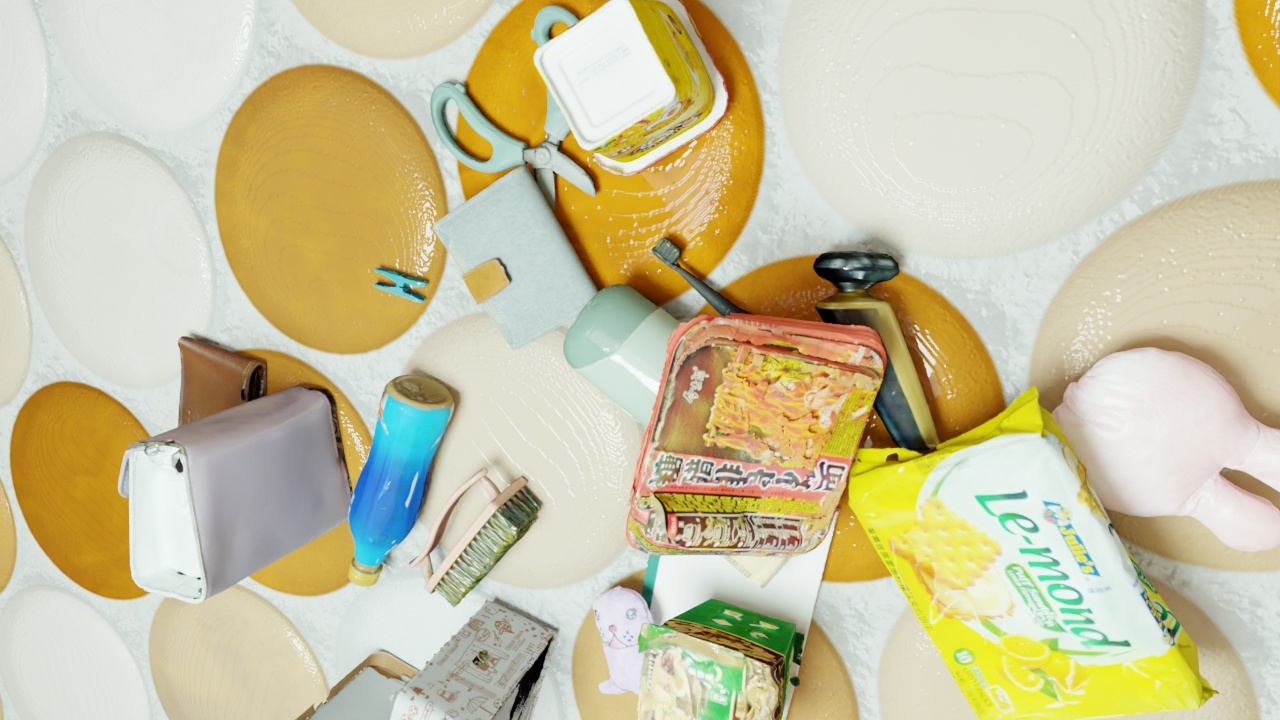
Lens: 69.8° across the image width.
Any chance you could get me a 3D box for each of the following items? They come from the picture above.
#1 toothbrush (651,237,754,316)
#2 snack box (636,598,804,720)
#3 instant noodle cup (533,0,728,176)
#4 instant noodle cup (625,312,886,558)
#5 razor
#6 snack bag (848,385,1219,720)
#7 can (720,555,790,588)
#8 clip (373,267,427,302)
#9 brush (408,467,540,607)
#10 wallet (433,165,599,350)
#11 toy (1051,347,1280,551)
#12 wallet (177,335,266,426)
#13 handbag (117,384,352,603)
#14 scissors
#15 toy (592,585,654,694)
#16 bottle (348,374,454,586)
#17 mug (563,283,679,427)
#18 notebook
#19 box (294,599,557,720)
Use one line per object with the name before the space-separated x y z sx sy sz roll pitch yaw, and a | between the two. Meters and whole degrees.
toothbrush | 0.090 -0.022 0.720 0.212 0.026 0.027 43 127 8
snack box | 0.067 0.257 0.741 0.118 0.105 0.118 12 105 24
instant noodle cup | -0.011 -0.200 0.654 0.116 0.123 0.116 -27 96 18
instant noodle cup | 0.074 0.048 0.658 0.164 0.079 0.189 6 113 -20
razor | 0.181 -0.008 0.678 0.067 0.062 0.167 -26 99 -6
snack bag | 0.268 0.148 0.649 0.158 0.068 0.246 -28 97 40
can | 0.070 0.123 0.735 0.116 0.058 0.059 39 114 12
clip | -0.220 -0.070 0.840 0.057 0.014 0.045 16 110 16
brush | -0.159 0.165 0.848 0.073 0.063 0.146 42 116 3
wallet | -0.106 -0.081 0.771 0.107 0.036 0.130 -27 99 26
toy | 0.360 0.062 0.615 0.159 0.054 0.121 31 119 18
wallet | -0.437 0.045 0.947 0.101 0.032 0.125 17 108 20
handbag | -0.365 0.112 0.843 0.098 0.196 0.145 10 106 19
scissors | -0.107 -0.202 0.759 0.181 0.019 0.170 6 107 20
toy | -0.012 0.250 0.811 0.084 0.038 0.108 -7 100 37
bottle | -0.236 0.120 0.865 0.065 0.065 0.219 28 111 13
mug | -0.004 0.004 0.742 0.106 0.082 0.112 37 145 9
notebook | 0.074 0.200 0.789 0.150 0.012 0.209 16 108 19
box | -0.203 0.305 0.837 0.198 0.180 0.158 22 112 15
